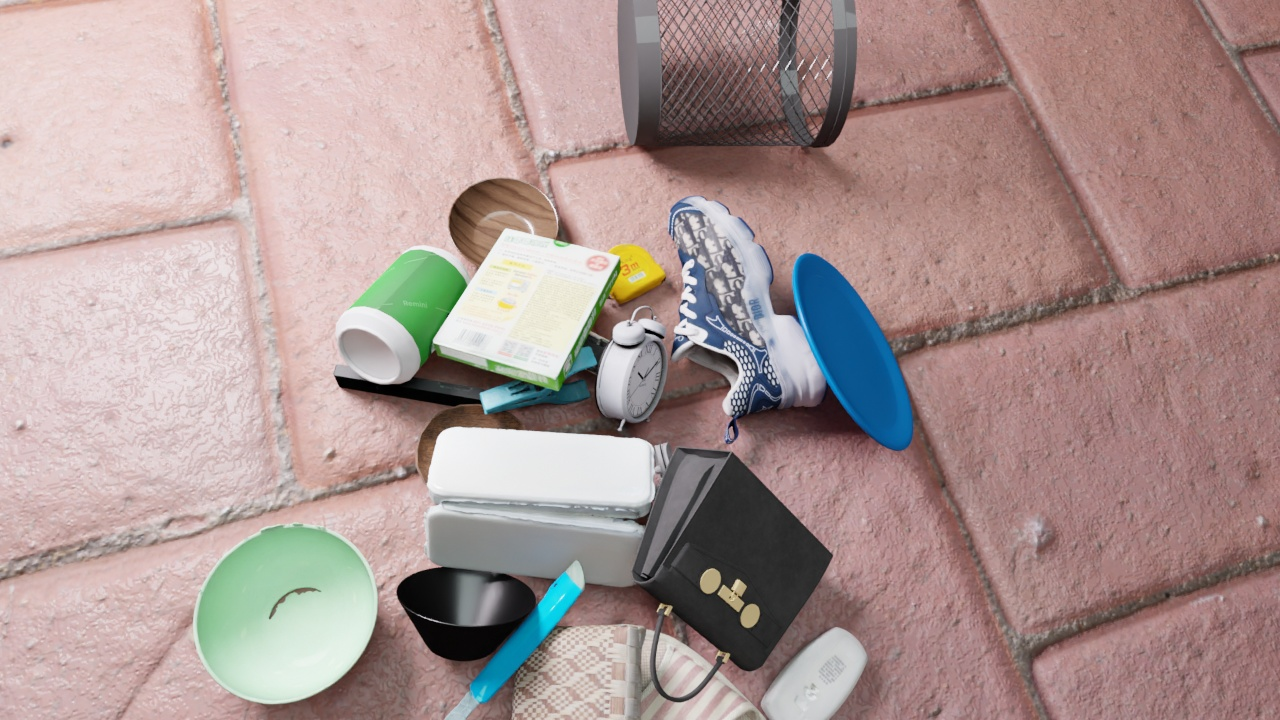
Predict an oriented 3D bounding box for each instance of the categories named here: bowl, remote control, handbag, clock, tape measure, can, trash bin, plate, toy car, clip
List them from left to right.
[{"bbox_3d":[-0.306,0.226,0.812,0.151,0.077,0.150,3,67,-7],"label":"bowl"},{"bbox_3d":[-0.232,-0.047,0.912,0.088,0.088,0.139,26,45,3],"label":"can"},{"bbox_3d":[-0.232,0.027,0.928,0.150,0.034,0.013,10,66,-4],"label":"remote control"},{"bbox_3d":[-0.159,0.235,0.829,0.124,0.124,0.052,8,99,-5],"label":"bowl"},{"bbox_3d":[-0.165,0.096,0.914,0.114,0.026,0.101,4,68,-7],"label":"bowl"},{"bbox_3d":[-0.151,-0.143,1.013,0.119,0.032,0.119,3,67,-7],"label":"bowl"},{"bbox_3d":[-0.090,0.027,0.933,0.122,0.120,0.033,-29,71,15],"label":"clip"},{"bbox_3d":[-0.059,0.324,0.805,0.124,0.047,0.185,-7,66,23],"label":"handbag"},{"bbox_3d":[-0.067,-0.017,0.970,0.113,0.039,0.039,27,92,4],"label":"toy car"},{"bbox_3d":[-0.015,-0.097,1.015,0.068,0.030,0.059,-30,75,-21],"label":"tape measure"},{"bbox_3d":[-0.005,0.005,0.928,0.035,0.094,0.123,16,103,26],"label":"clock"},{"bbox_3d":[0.064,0.210,0.825,0.176,0.072,0.195,46,62,-30],"label":"handbag"},{"bbox_3d":[0.098,-0.346,1.041,0.227,0.218,0.217,-5,68,-6],"label":"trash bin"},{"bbox_3d":[0.167,0.306,0.874,0.060,0.028,0.114,43,68,10],"label":"remote control"},{"bbox_3d":[0.214,-0.007,0.949,0.224,0.024,0.223,37,37,-35],"label":"plate"}]

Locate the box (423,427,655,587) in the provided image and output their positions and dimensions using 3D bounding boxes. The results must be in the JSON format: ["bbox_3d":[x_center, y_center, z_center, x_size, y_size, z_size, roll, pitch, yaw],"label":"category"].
[{"bbox_3d":[-0.096,0.132,0.870,0.210,0.129,0.105,9,38,-5],"label":"box"}]

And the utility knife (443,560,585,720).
[{"bbox_3d":[-0.123,0.271,0.823,0.220,0.015,0.031,-47,52,-6],"label":"utility knife"}]

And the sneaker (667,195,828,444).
[{"bbox_3d":[0.080,-0.048,0.978,0.132,0.103,0.269,-26,77,-11],"label":"sneaker"}]

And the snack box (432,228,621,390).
[{"bbox_3d":[-0.110,-0.055,0.917,0.132,0.027,0.167,15,54,14],"label":"snack box"}]

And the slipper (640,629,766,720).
[{"bbox_3d":[0.065,0.347,0.829,0.263,0.052,0.114,38,66,8],"label":"slipper"}]

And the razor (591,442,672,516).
[{"bbox_3d":[-0.016,0.138,0.914,0.116,0.047,0.088,-13,70,-5],"label":"razor"}]
